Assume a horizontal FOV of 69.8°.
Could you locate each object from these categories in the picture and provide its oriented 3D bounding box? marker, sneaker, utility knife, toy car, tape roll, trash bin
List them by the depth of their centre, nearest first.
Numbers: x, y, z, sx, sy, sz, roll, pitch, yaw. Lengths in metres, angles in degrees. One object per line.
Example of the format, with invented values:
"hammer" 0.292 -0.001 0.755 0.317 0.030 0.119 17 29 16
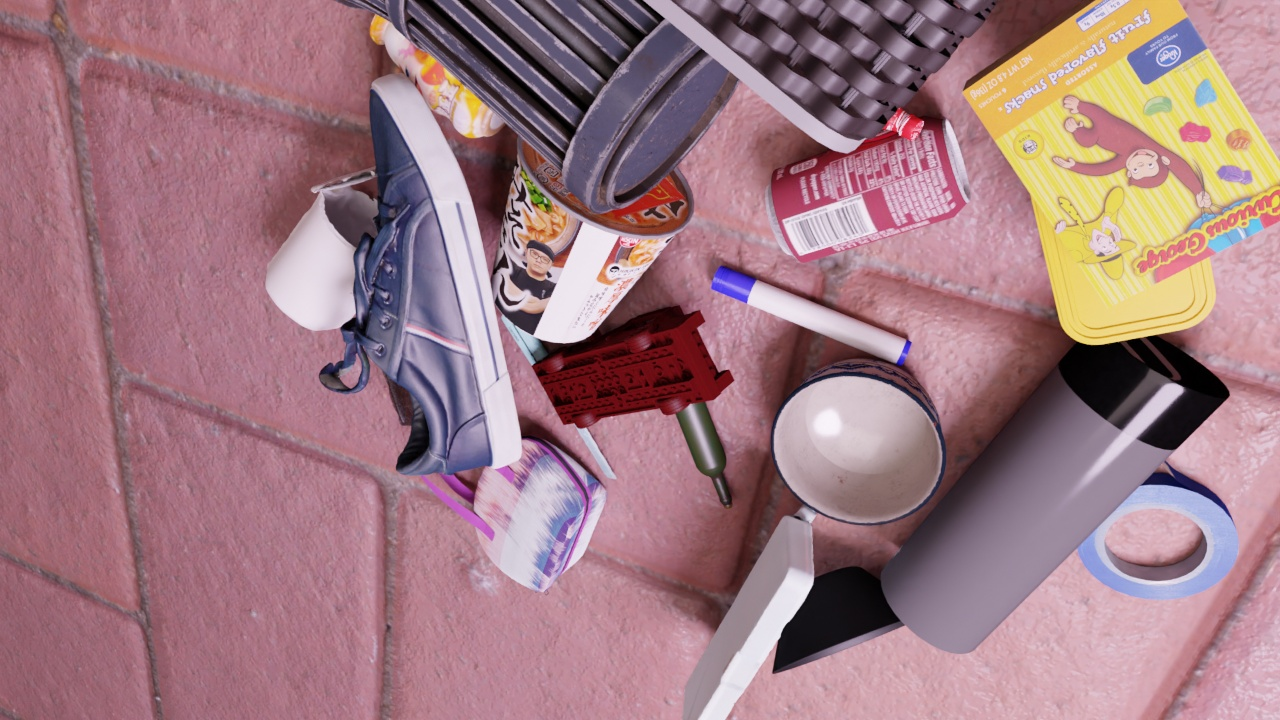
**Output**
"trash bin" -0.060 -0.209 0.533 0.227 0.163 0.165 43 122 6
"tape roll" 0.344 0.118 0.615 0.091 0.016 0.093 41 122 1
"marker" 0.118 -0.031 0.640 0.141 0.020 0.020 23 120 11
"sneaker" -0.175 -0.048 0.654 0.127 0.121 0.295 -15 110 -20
"toy car" -0.004 0.003 0.677 0.170 0.061 0.070 -13 109 49
"utility knife" -0.063 0.027 0.747 0.022 0.015 0.168 -19 108 42

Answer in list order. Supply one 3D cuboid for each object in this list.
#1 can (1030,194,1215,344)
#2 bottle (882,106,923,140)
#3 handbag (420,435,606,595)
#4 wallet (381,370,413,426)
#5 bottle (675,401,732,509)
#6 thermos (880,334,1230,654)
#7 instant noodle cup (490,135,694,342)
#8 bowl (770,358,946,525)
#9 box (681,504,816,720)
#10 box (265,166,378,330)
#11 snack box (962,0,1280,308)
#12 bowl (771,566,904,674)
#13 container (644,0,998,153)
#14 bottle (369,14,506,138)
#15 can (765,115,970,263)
"can" 0.258 -0.090 0.505 0.073 0.100 0.131 -12 108 27
"bottle" 0.106 -0.169 0.549 0.141 0.041 0.042 38 124 25
"handbag" -0.123 0.113 0.788 0.170 0.067 0.145 30 121 15
"wallet" -0.167 0.006 0.772 0.120 0.031 0.099 -6 108 28
"bottle" 0.051 0.068 0.710 0.025 0.025 0.106 -14 107 27
"thermos" 0.258 0.085 0.598 0.082 0.082 0.241 32 121 6
"instant noodle cup" -0.045 -0.084 0.633 0.123 0.123 0.122 36 131 4
"bowl" 0.154 0.050 0.638 0.116 0.059 0.116 9 116 19
"box" 0.083 0.188 0.686 0.043 0.135 0.198 27 121 6
"box" -0.232 -0.100 0.720 0.161 0.081 0.092 -40 83 30
"snack box" 0.226 -0.103 0.428 0.088 0.040 0.126 -33 98 31
"bowl" 0.148 0.190 0.695 0.124 0.124 0.052 -35 63 31
"container" 0.106 -0.275 0.404 0.247 0.244 0.244 40 125 1
"bottle" -0.136 -0.206 0.639 0.109 0.063 0.063 38 122 2
"can" 0.140 -0.105 0.570 0.114 0.063 0.063 -15 106 28
